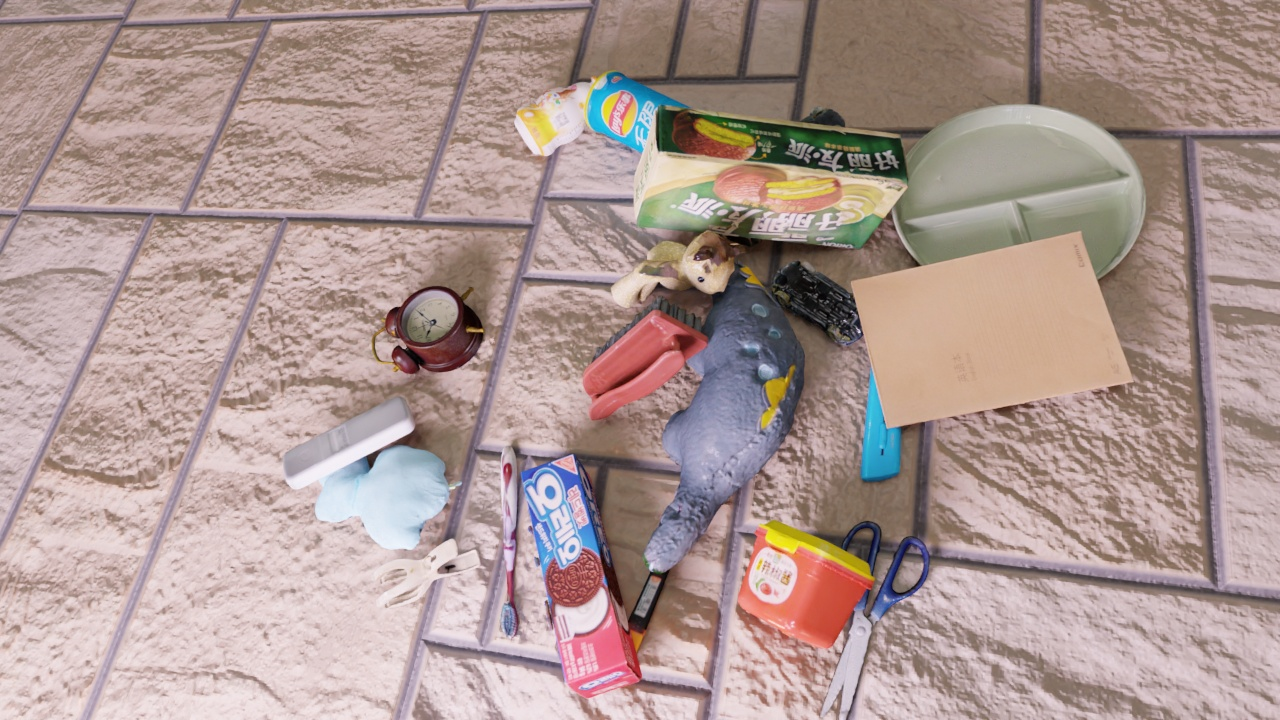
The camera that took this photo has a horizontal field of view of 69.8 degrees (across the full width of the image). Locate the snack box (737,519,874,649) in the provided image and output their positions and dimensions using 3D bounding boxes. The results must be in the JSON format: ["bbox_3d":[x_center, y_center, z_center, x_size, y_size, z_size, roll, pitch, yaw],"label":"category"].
[{"bbox_3d":[0.133,0.185,0.755,0.091,0.082,0.080,12,75,60],"label":"snack box"}]

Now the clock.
[{"bbox_3d":[-0.226,-0.030,0.972,0.122,0.055,0.082,-20,62,1],"label":"clock"}]

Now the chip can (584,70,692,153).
[{"bbox_3d":[0.037,-0.246,0.999,0.210,0.071,0.071,33,76,28],"label":"chip can"}]

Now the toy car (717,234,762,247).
[{"bbox_3d":[0.087,-0.148,0.958,0.090,0.042,0.035,27,75,24],"label":"toy car"}]

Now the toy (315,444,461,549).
[{"bbox_3d":[-0.253,0.125,0.908,0.156,0.050,0.161,-20,49,8],"label":"toy"}]

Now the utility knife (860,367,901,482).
[{"bbox_3d":[0.225,0.035,0.847,0.034,0.018,0.160,3,64,16],"label":"utility knife"}]

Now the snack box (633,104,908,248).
[{"bbox_3d":[0.120,-0.171,0.874,0.240,0.115,0.063,4,65,-10],"label":"snack box"}]

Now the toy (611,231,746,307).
[{"bbox_3d":[0.031,-0.085,0.896,0.104,0.158,0.066,-21,94,-38],"label":"toy"}]

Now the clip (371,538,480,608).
[{"bbox_3d":[-0.204,0.199,0.866,0.100,0.070,0.034,-27,60,8],"label":"clip"}]

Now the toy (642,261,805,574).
[{"bbox_3d":[0.082,0.028,0.846,0.138,0.091,0.355,-5,57,32],"label":"toy"}]

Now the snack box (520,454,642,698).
[{"bbox_3d":[-0.056,0.186,0.813,0.058,0.057,0.207,-21,55,4],"label":"snack box"}]

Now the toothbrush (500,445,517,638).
[{"bbox_3d":[-0.126,0.168,0.872,0.016,0.017,0.187,-9,63,9],"label":"toothbrush"}]

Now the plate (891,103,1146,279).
[{"bbox_3d":[0.365,-0.154,0.899,0.230,0.027,0.229,-6,63,11],"label":"plate"}]

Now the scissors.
[{"bbox_3d":[0.179,0.215,0.774,0.173,0.012,0.126,-40,64,-6],"label":"scissors"}]

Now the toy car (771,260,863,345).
[{"bbox_3d":[0.176,-0.056,0.896,0.105,0.031,0.049,38,75,21],"label":"toy car"}]

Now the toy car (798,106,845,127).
[{"bbox_3d":[0.177,-0.235,0.983,0.090,0.034,0.043,-34,58,-3],"label":"toy car"}]

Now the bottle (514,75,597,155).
[{"bbox_3d":[-0.089,-0.285,1.060,0.108,0.063,0.063,-33,61,-3],"label":"bottle"}]

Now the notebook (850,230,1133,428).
[{"bbox_3d":[0.313,-0.028,0.832,0.212,0.012,0.149,-12,67,9],"label":"notebook"}]

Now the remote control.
[{"bbox_3d":[-0.293,0.082,0.923,0.136,0.020,0.056,-28,37,-10],"label":"remote control"}]

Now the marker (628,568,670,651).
[{"bbox_3d":[0.002,0.224,0.814,0.018,0.015,0.123,16,67,23],"label":"marker"}]

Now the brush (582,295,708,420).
[{"bbox_3d":[-0.005,0.005,0.867,0.146,0.063,0.069,-37,36,42],"label":"brush"}]
